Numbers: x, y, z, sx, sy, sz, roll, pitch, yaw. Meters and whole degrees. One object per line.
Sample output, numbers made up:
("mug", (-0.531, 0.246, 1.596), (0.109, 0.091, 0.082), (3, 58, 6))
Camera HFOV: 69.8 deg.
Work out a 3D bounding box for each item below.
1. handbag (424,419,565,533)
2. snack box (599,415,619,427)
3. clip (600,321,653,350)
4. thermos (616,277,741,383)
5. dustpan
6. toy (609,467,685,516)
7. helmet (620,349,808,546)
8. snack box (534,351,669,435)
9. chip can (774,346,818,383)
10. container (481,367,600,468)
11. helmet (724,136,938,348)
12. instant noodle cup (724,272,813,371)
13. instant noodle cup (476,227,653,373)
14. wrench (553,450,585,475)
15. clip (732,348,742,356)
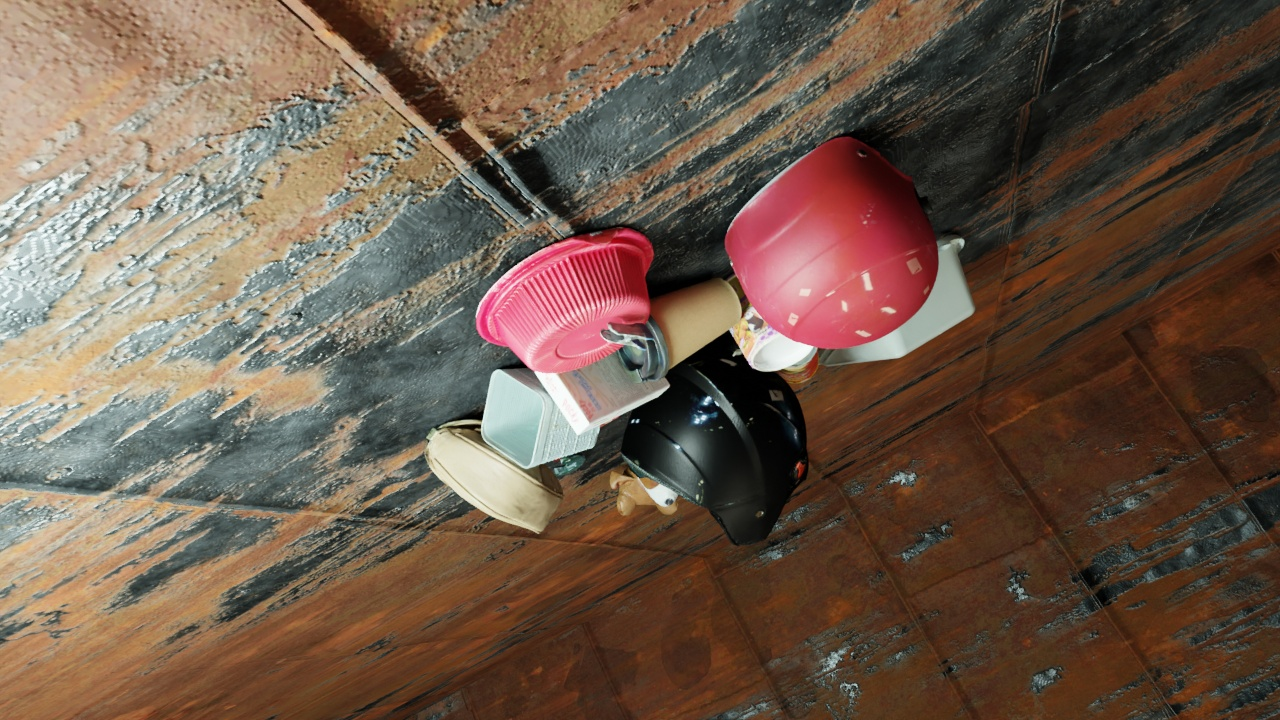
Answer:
("handbag", (-0.171, 0.138, 1.128), (0.099, 0.148, 0.204), (-55, 163, -9))
("snack box", (-0.085, 0.062, 1.172), (0.127, 0.044, 0.113), (-31, 159, 10))
("clip", (-0.014, -0.026, 0.887), (0.058, 0.026, 0.039), (6, 132, -44))
("thermos", (0.040, -0.039, 1.027), (0.143, 0.093, 0.093), (-25, 161, -27))
("dustpan", (0.378, -0.095, 1.380), (0.222, 0.142, 0.258), (-28, -170, -21))
("toy", (0.027, 0.197, 1.553), (0.140, 0.130, 0.200), (1, 142, -22))
("helmet", (0.110, 0.098, 1.234), (0.274, 0.233, 0.230), (-8, 117, -41))
("snack box", (-0.039, 0.021, 1.025), (0.027, 0.084, 0.156), (-43, 167, 37))
("chip can", (0.213, -0.012, 1.274), (0.073, 0.073, 0.216), (-29, 170, 5))
("container", (-0.106, 0.059, 1.044), (0.111, 0.090, 0.090), (-8, 118, -49))
("helmet", (0.212, -0.088, 0.942), (0.240, 0.143, 0.207), (28, 127, -35))
("instant noodle cup", (0.152, -0.049, 1.091), (0.111, 0.099, 0.112), (-13, 148, -8))
("instant noodle cup", (-0.062, -0.047, 0.905), (0.193, 0.066, 0.194), (-23, 159, -10))
("wrench", (-0.130, 0.131, 1.329), (0.056, 0.016, 0.273), (-28, 161, 2))
("clip", (0.133, -0.054, 1.197), (0.102, 0.092, 0.035), (-57, -178, -41))
